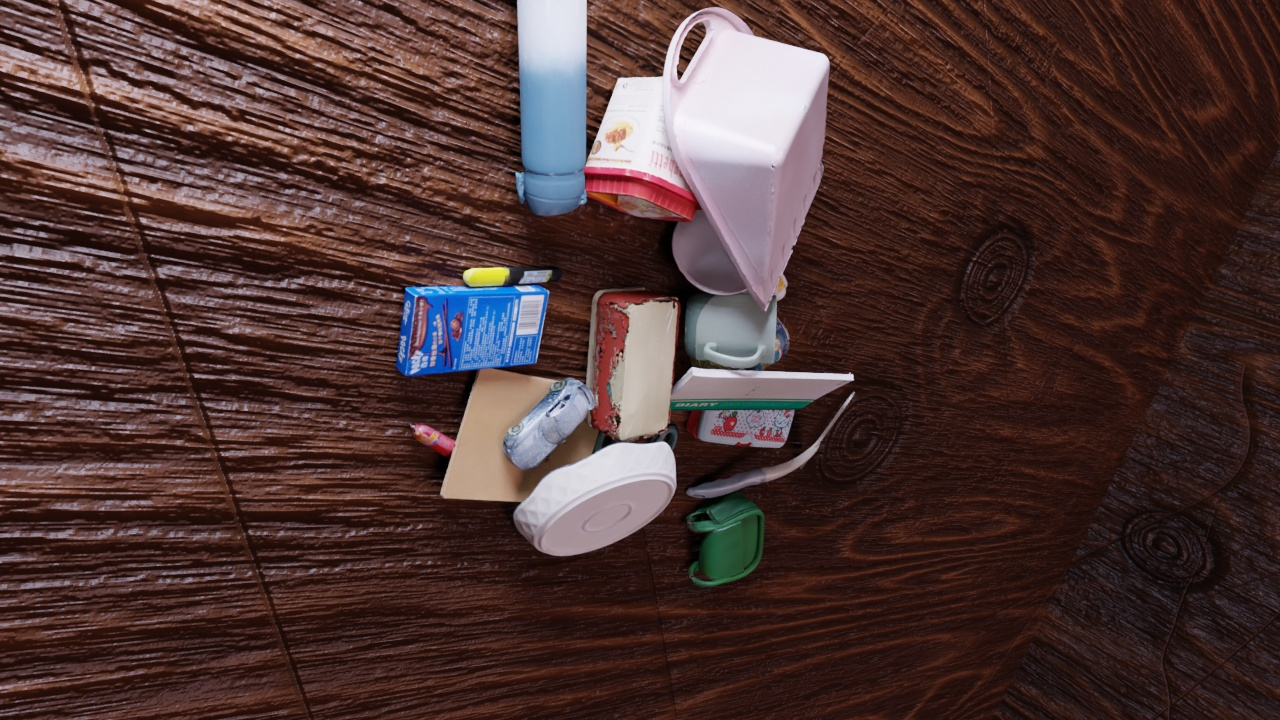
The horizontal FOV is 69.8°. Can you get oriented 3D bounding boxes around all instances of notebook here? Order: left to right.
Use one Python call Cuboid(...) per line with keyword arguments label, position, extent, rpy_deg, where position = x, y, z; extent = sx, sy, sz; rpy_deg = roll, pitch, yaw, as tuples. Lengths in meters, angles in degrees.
Cuboid(label="notebook", position=(-0.124, 0.091, 1.040), extent=(0.207, 0.008, 0.148), rpy_deg=(14, 95, -49))
Cuboid(label="notebook", position=(0.136, 0.039, 1.144), extent=(0.209, 0.151, 0.012), rpy_deg=(1, 71, -17))

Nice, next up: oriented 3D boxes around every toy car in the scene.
Cuboid(label="toy car", position=(-0.101, 0.072, 1.024), extent=(0.120, 0.037, 0.054), rpy_deg=(-44, 133, -22))

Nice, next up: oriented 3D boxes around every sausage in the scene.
Cuboid(label="sausage", position=(-0.194, 0.100, 0.990), extent=(0.020, 0.020, 0.156), rpy_deg=(-56, 138, -4))

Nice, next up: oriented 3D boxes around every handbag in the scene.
Cuboid(label="handbag", position=(0.121, 0.262, 1.356), extent=(0.120, 0.068, 0.131), rpy_deg=(-18, 126, -27))

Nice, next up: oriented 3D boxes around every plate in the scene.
Cuboid(label="plate", position=(-0.046, 0.169, 1.086), extent=(0.204, 0.045, 0.205), rpy_deg=(-20, 150, -13))

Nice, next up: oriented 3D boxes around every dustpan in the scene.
Cuboid(label="dustpan", position=(0.109, -0.228, 0.978), extent=(0.274, 0.139, 0.221), rpy_deg=(85, 27, -54))

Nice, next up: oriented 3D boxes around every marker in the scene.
Cuboid(label="marker", position=(-0.130, -0.088, 0.948), extent=(0.123, 0.015, 0.018), rpy_deg=(-7, 118, -45))

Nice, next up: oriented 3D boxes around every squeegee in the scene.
Cuboid(label="squeegee", position=(0.181, 0.157, 1.328), extent=(0.246, 0.039, 0.247), rpy_deg=(-20, 156, -18))

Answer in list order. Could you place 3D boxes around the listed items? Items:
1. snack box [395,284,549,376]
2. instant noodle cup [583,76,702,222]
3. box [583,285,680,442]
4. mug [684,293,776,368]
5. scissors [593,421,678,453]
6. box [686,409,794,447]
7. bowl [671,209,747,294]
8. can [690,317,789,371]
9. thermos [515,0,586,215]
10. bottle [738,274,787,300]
Cuboid(label="snack box", position=(-0.169, -0.033, 0.931), extent=(0.156, 0.026, 0.085), rpy_deg=(-6, 116, -42))
Cuboid(label="instant noodle cup", position=(0.010, -0.217, 0.943), extent=(0.116, 0.117, 0.124), rpy_deg=(15, 89, -47))
Cuboid(label="box", position=(-0.006, 0.006, 1.058), extent=(0.091, 0.079, 0.168), rpy_deg=(-10, 112, -40))
Cuboid(label="mug", position=(0.107, -0.030, 1.090), extent=(0.111, 0.106, 0.082), rpy_deg=(-81, 172, -50))
Cuboid(label="scissors", position=(-0.008, 0.128, 1.184), extent=(0.177, 0.019, 0.174), rpy_deg=(-4, 114, -43))
Cuboid(label="box", position=(0.150, 0.078, 1.286), extent=(0.200, 0.048, 0.087), rpy_deg=(9, 106, -45))
Cuboid(label="bowl", position=(0.092, -0.124, 1.089), extent=(0.118, 0.118, 0.065), rpy_deg=(-46, 172, -14))
Cuboid(label="can", position=(0.130, -0.014, 1.193), extent=(0.111, 0.075, 0.075), rpy_deg=(-29, 130, -30))
Cuboid(label="thermos", position=(-0.084, -0.246, 0.863), extent=(0.070, 0.070, 0.221), rpy_deg=(-20, 125, -36))
Cuboid(label="bottle", position=(0.131, -0.082, 1.165), extent=(0.108, 0.063, 0.063), rpy_deg=(-36, 135, -4))
